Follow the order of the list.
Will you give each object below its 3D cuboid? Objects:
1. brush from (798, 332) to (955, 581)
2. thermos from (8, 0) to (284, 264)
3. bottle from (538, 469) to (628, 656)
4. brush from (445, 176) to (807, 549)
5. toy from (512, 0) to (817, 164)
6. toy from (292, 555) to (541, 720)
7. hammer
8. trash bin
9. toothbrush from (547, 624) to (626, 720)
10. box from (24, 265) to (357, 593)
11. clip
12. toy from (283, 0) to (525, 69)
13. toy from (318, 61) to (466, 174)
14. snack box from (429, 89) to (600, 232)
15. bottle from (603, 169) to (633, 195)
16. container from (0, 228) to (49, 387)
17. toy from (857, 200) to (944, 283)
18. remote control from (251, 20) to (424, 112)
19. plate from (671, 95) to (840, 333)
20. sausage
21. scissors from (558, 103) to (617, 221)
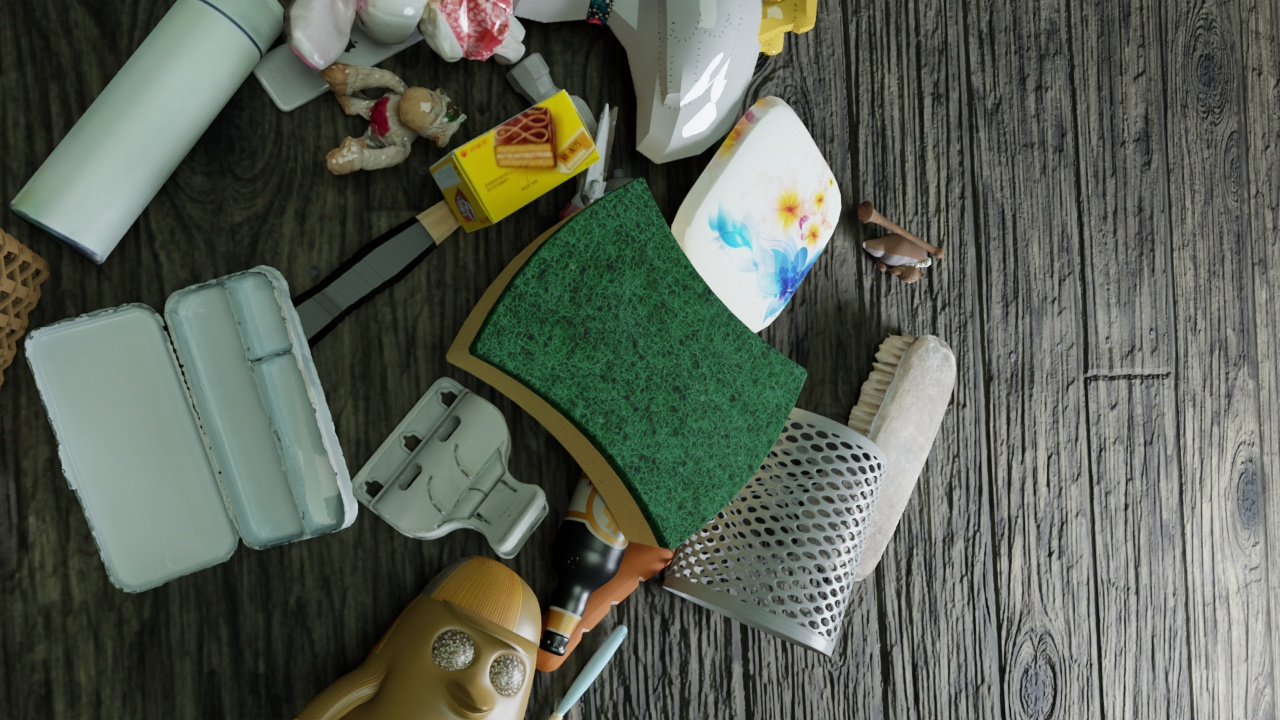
[{"bbox_3d":[0.243,0.093,0.934,0.083,0.057,0.271,32,78,-25],"label":"brush"},{"bbox_3d":[-0.344,-0.179,0.653,0.068,0.068,0.229,37,75,-21],"label":"thermos"},{"bbox_3d":[-0.043,0.159,0.781,0.059,0.059,0.181,30,67,-22],"label":"bottle"},{"bbox_3d":[-0.004,0.004,0.738,0.250,0.075,0.194,48,67,-16],"label":"brush"},{"bbox_3d":[0.012,-0.295,0.788,0.267,0.141,0.246,-7,94,-13],"label":"toy"},{"bbox_3d":[-0.144,0.252,0.704,0.198,0.163,0.203,33,65,-22],"label":"toy"},{"bbox_3d":[-0.166,-0.114,0.754,0.327,0.039,0.131,-41,107,-19],"label":"hammer"},{"bbox_3d":[0.126,0.148,0.828,0.156,0.157,0.183,29,75,-22],"label":"trash bin"},{"bbox_3d":[-0.060,0.300,0.813,0.154,0.016,0.022,-52,142,-16],"label":"toothbrush"},{"bbox_3d":[-0.323,0.051,0.673,0.192,0.061,0.210,-18,97,-2],"label":"box"},{"bbox_3d":[-0.144,0.096,0.738,0.144,0.074,0.124,35,76,11],"label":"clip"},{"bbox_3d":[-0.179,-0.280,0.713,0.194,0.084,0.159,4,61,-32],"label":"toy"},{"bbox_3d":[-0.189,-0.184,0.716,0.106,0.074,0.085,-3,87,-7],"label":"toy"},{"bbox_3d":[-0.099,-0.154,0.718,0.105,0.084,0.061,-35,106,-20],"label":"snack box"},{"bbox_3d":[-0.015,-0.106,0.823,0.040,0.040,0.130,-6,92,-25],"label":"bottle"},{"bbox_3d":[-0.510,-0.011,0.492,0.251,0.214,0.219,22,80,-24],"label":"container"},{"bbox_3d":[0.262,-0.118,0.953,0.102,0.041,0.055,26,117,-14],"label":"toy"},{"bbox_3d":[-0.237,-0.251,0.736,0.146,0.008,0.045,-38,105,-22],"label":"remote control"},{"bbox_3d":[0.116,-0.127,0.849,0.186,0.016,0.187,-55,135,-8],"label":"plate"},{"bbox_3d":[-0.036,0.207,0.812,0.164,0.039,0.044,-39,115,-20],"label":"sausage"},{"bbox_3d":[-0.052,-0.116,0.784,0.146,0.015,0.188,-31,124,-20],"label":"scissors"}]
